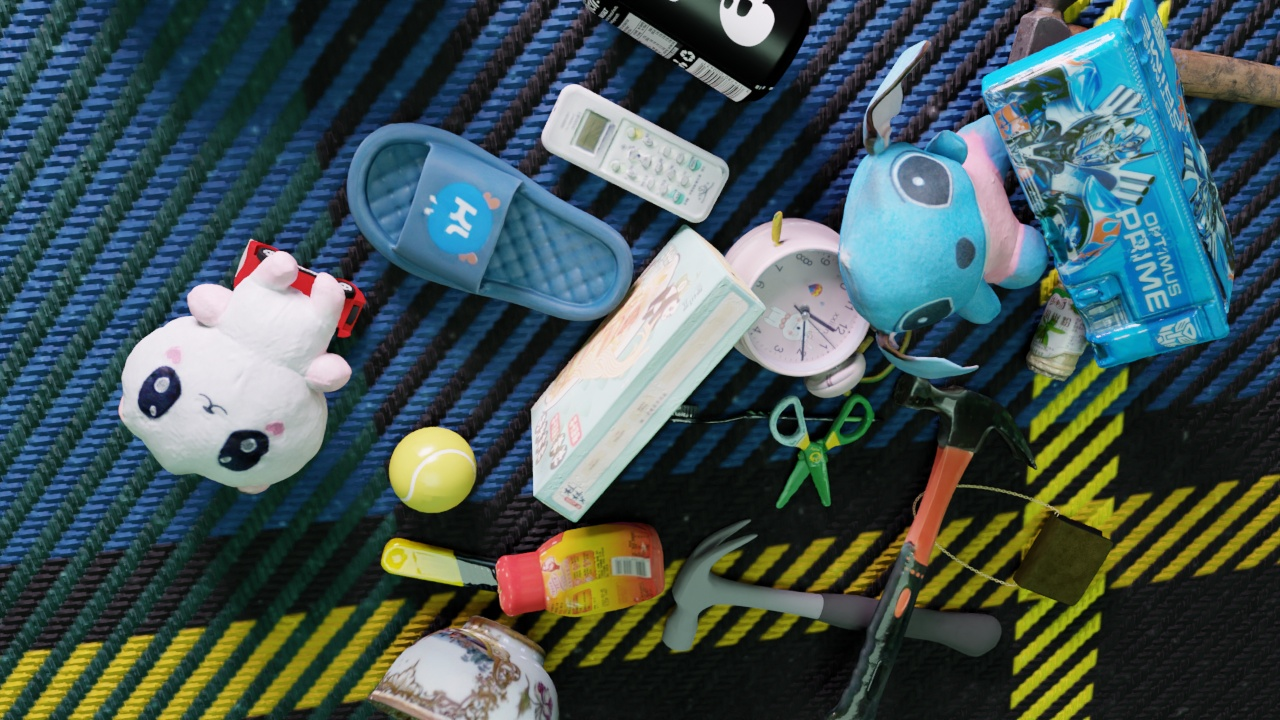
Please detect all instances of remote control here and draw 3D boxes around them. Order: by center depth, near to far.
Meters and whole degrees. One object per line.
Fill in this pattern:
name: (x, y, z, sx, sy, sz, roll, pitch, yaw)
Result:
remote control: (-0.003, -0.147, 0.656, 0.133, 0.022, 0.050, 24, 106, -15)

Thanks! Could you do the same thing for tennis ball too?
tennis ball: (-0.159, 0.084, 0.703, 0.065, 0.065, 0.065, -2, 111, -6)

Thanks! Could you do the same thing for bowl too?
bowl: (-0.129, 0.269, 0.751, 0.160, 0.160, 0.093, 36, 61, -18)

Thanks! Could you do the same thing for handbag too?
handbag: (0.322, 0.155, 0.814, 0.178, 0.027, 0.084, 21, 105, -8)

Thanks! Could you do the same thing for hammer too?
hammer: (0.430, -0.202, 0.685, 0.330, 0.033, 0.120, 6, 114, -9)
hammer: (0.227, 0.182, 0.781, 0.133, 0.033, 0.333, 16, 100, -13)
hammer: (0.180, 0.219, 0.815, 0.310, 0.029, 0.125, 12, 109, -12)

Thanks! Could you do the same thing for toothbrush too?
toothbrush: (0.109, 0.044, 0.748, 0.188, 0.014, 0.017, 1, 94, -8)

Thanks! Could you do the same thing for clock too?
clock: (0.133, -0.036, 0.696, 0.158, 0.058, 0.117, 28, 105, -16)

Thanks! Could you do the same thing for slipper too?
slipper: (-0.105, -0.086, 0.650, 0.213, 0.059, 0.104, 24, 108, -16)

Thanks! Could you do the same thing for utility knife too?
utility knife: (-0.128, 0.179, 0.767, 0.174, 0.020, 0.029, 16, 94, -12)

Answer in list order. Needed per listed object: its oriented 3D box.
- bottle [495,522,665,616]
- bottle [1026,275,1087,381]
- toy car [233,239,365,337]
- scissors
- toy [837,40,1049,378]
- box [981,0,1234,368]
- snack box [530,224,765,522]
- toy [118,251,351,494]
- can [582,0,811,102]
bottle: (-0.050, 0.173, 0.749, 0.134, 0.048, 0.071, -8, 107, -12)
bottle: (0.344, -0.040, 0.729, 0.042, 0.042, 0.110, 11, 110, -11)
toy car: (-0.246, -0.052, 0.663, 0.089, 0.025, 0.038, 25, 111, -17)
scissors: (0.135, 0.076, 0.754, 0.112, 0.012, 0.131, 19, 117, -19)
toy: (0.207, -0.104, 0.633, 0.190, 0.099, 0.224, -24, 108, -37)
box: (0.344, -0.130, 0.656, 0.114, 0.113, 0.243, -20, 117, 31)
snack box: (-0.004, 0.004, 0.650, 0.044, 0.141, 0.194, 37, 102, -19)
toy: (-0.271, 0.007, 0.637, 0.139, 0.101, 0.180, 36, 108, -11)
can: (0.032, -0.236, 0.596, 0.146, 0.080, 0.080, 27, 105, -16)
